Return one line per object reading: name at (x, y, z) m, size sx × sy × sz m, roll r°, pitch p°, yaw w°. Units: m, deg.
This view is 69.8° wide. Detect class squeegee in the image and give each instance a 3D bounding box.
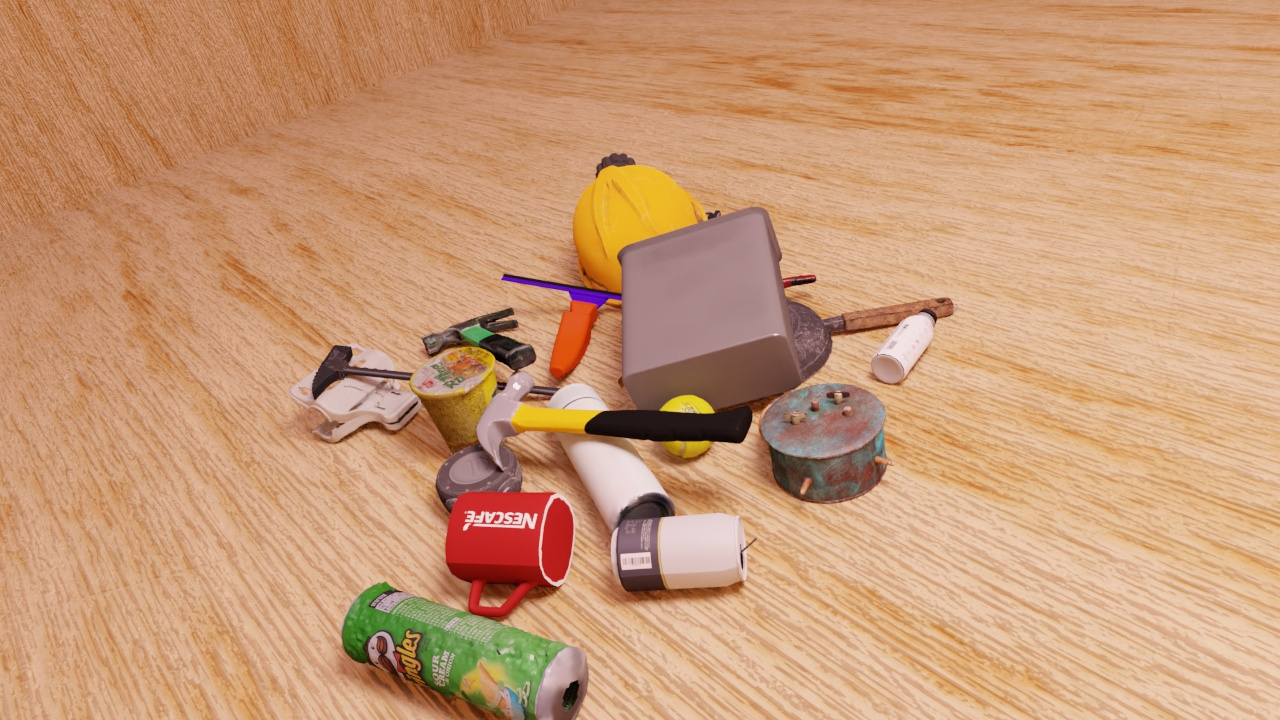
squeegee at (-0.087, -0.036, 1.207) m, size 0.250 × 0.055 × 0.184 m, roll 10°, pitch 36°, yaw 6°

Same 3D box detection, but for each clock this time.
clock at (0.179, 0.067, 0.922) m, size 0.121 × 0.073 × 0.157 m, roll -17°, pitch 31°, yaw -4°
clock at (-0.171, 0.134, 0.985) m, size 0.091 × 0.044 × 0.122 m, roll -19°, pitch 32°, yaw -7°

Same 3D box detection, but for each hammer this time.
hammer at (-0.192, -0.024, 1.173) m, size 0.130 × 0.032 × 0.319 m, roll -21°, pitch 15°, yaw -18°
hammer at (-0.243, 0.029, 1.138) m, size 0.325 × 0.015 × 0.094 m, roll 6°, pitch 37°, yaw 6°
hammer at (-0.038, 0.063, 0.928) m, size 0.324 × 0.029 × 0.126 m, roll 0°, pitch 43°, yaw 35°

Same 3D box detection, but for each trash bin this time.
trash bin at (0.075, -0.054, 1.056) m, size 0.192 × 0.098 × 0.219 m, roll -15°, pitch 44°, yaw 14°

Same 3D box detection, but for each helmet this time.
helmet at (-0.018, -0.209, 1.319) m, size 0.205 × 0.131 × 0.255 m, roll -22°, pitch 44°, yaw 9°

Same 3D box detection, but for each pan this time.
pan at (0.205, -0.040, 1.114) m, size 0.357 × 0.040 × 0.207 m, roll -13°, pitch 32°, yaw 5°

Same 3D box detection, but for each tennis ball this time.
tennis ball at (0.049, 0.070, 0.975) m, size 0.065 × 0.065 × 0.065 m, roll -10°, pitch 32°, yaw 6°

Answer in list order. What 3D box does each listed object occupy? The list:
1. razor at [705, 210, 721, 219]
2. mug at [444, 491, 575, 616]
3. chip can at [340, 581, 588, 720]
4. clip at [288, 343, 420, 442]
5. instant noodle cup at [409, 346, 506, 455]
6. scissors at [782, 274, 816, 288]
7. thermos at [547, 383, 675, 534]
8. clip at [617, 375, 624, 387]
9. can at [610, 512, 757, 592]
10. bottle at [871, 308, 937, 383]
razor at (0.049, -0.189, 1.396) m, size 0.156 × 0.057 × 0.060 m, roll -9°, pitch 74°, yaw 11°
mug at (-0.124, 0.183, 0.864) m, size 0.097 × 0.080 × 0.116 m, roll -2°, pitch 63°, yaw 19°
chip can at (-0.149, 0.248, 0.772) m, size 0.224 × 0.075 × 0.075 m, roll 7°, pitch 38°, yaw 31°
clip at (-0.355, 0.054, 1.183) m, size 0.151 × 0.110 × 0.126 m, roll 31°, pitch 47°, yaw 8°
instant noodle cup at (-0.202, 0.054, 1.060) m, size 0.102 × 0.108 × 0.102 m, roll -10°, pitch 32°, yaw 6°
scissors at (0.134, -0.101, 1.222) m, size 0.199 × 0.015 × 0.179 m, roll -8°, pitch 17°, yaw 12°
thermos at (-0.037, 0.103, 0.958) m, size 0.068 × 0.068 × 0.230 m, roll -22°, pitch 33°, yaw -12°
clip at (-0.008, 0.007, 1.123) m, size 0.054 × 0.048 × 0.046 m, roll -42°, pitch 0°, yaw -35°
can at (0.041, 0.171, 0.821) m, size 0.127 × 0.064 × 0.064 m, roll -7°, pitch 33°, yaw 13°
bottle at (0.303, -0.021, 1.038) m, size 0.041 × 0.041 × 0.115 m, roll 13°, pitch 41°, yaw 37°
